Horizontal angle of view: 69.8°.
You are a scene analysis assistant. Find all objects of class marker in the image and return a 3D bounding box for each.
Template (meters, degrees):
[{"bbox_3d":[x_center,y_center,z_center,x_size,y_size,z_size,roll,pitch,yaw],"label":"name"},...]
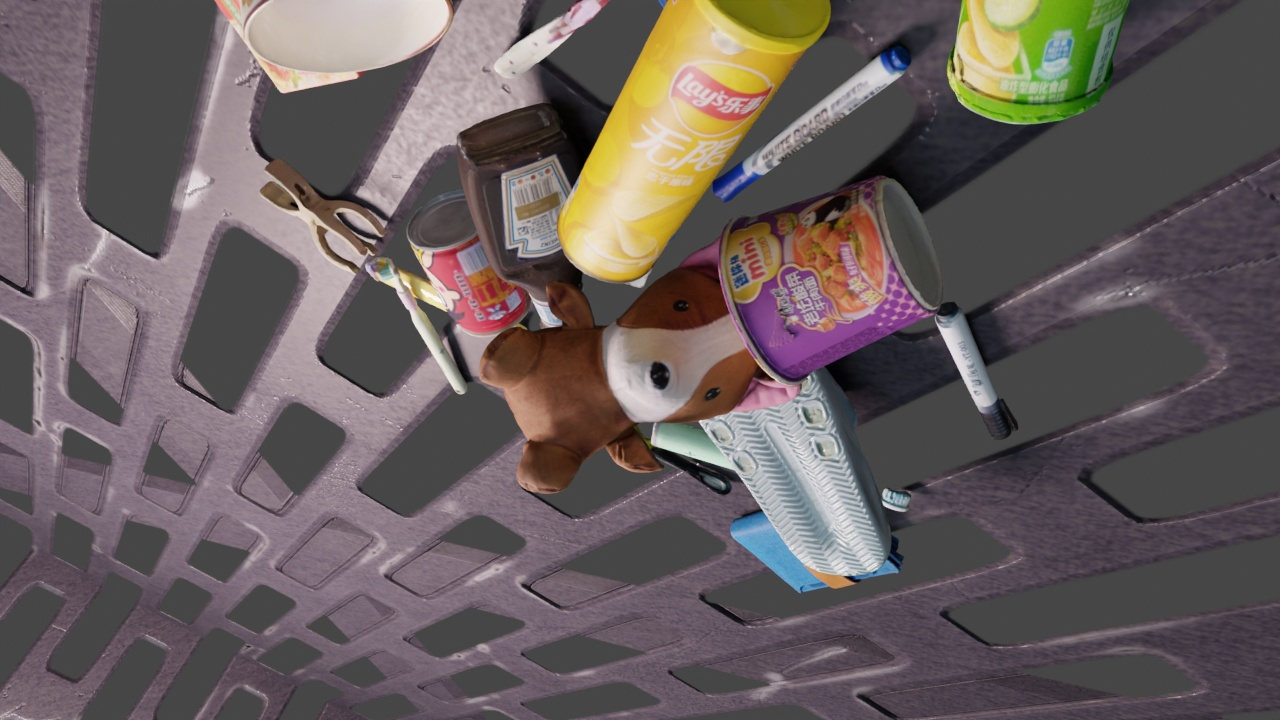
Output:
[{"bbox_3d":[0.229,0.009,0.622,0.023,0.018,0.131,-22,128,20],"label":"marker"},{"bbox_3d":[0.092,-0.131,0.521,0.017,0.016,0.146,37,142,-18],"label":"marker"}]

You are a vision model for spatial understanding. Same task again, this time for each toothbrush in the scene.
[{"bbox_3d":[0.117,0.091,0.781,0.224,0.026,0.027,16,122,10],"label":"toothbrush"},{"bbox_3d":[-0.187,-0.024,0.797,0.029,0.020,0.190,10,149,19],"label":"toothbrush"},{"bbox_3d":[-0.032,-0.189,0.494,0.016,0.017,0.188,37,156,-26],"label":"toothbrush"}]

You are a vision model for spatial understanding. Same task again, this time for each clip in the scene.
[{"bbox_3d":[-0.256,-0.108,0.732,0.104,0.034,0.081,28,144,2],"label":"clip"}]

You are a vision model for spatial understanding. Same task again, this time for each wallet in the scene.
[{"bbox_3d":[0.161,0.170,0.850,0.106,0.040,0.133,41,142,-16],"label":"wallet"}]

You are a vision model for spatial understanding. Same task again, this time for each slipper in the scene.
[{"bbox_3d":[0.119,0.056,0.692,0.104,0.074,0.245,-20,109,34],"label":"slipper"}]

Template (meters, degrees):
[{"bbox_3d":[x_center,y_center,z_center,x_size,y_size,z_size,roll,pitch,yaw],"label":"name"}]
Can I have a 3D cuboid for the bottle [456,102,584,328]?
[{"bbox_3d":[-0.067,-0.079,0.632,0.080,0.044,0.195,-21,140,-8],"label":"bottle"}]

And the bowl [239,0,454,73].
[{"bbox_3d":[-0.165,-0.211,0.509,0.114,0.113,0.062,-17,84,42],"label":"bowl"}]

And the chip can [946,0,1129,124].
[{"bbox_3d":[0.166,-0.196,0.350,0.073,0.072,0.222,10,142,18],"label":"chip can"}]

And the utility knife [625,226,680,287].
[{"bbox_3d":[0.020,-0.106,0.591,0.034,0.018,0.207,36,145,4],"label":"utility knife"}]

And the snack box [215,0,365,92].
[{"bbox_3d":[-0.233,-0.239,0.557,0.075,0.025,0.153,1,138,29],"label":"snack box"}]

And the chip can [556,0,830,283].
[{"bbox_3d":[0.017,-0.124,0.495,0.072,0.071,0.214,29,147,-7],"label":"chip can"}]

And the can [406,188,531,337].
[{"bbox_3d":[-0.123,-0.070,0.676,0.067,0.066,0.094,6,141,23],"label":"can"}]

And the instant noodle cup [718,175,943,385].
[{"bbox_3d":[0.115,-0.052,0.539,0.099,0.111,0.111,-22,125,34],"label":"instant noodle cup"}]

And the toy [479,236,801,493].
[{"bbox_3d":[-0.004,0.004,0.607,0.200,0.130,0.140,-18,100,9],"label":"toy"}]

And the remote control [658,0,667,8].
[{"bbox_3d":[0.019,-0.210,0.454,0.049,0.024,0.125,-8,138,36],"label":"remote control"}]

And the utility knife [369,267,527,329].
[{"bbox_3d":[-0.139,-0.037,0.767,0.195,0.020,0.031,29,150,4],"label":"utility knife"}]

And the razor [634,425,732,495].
[{"bbox_3d":[0.021,0.086,0.834,0.142,0.022,0.043,28,101,-11],"label":"razor"}]
